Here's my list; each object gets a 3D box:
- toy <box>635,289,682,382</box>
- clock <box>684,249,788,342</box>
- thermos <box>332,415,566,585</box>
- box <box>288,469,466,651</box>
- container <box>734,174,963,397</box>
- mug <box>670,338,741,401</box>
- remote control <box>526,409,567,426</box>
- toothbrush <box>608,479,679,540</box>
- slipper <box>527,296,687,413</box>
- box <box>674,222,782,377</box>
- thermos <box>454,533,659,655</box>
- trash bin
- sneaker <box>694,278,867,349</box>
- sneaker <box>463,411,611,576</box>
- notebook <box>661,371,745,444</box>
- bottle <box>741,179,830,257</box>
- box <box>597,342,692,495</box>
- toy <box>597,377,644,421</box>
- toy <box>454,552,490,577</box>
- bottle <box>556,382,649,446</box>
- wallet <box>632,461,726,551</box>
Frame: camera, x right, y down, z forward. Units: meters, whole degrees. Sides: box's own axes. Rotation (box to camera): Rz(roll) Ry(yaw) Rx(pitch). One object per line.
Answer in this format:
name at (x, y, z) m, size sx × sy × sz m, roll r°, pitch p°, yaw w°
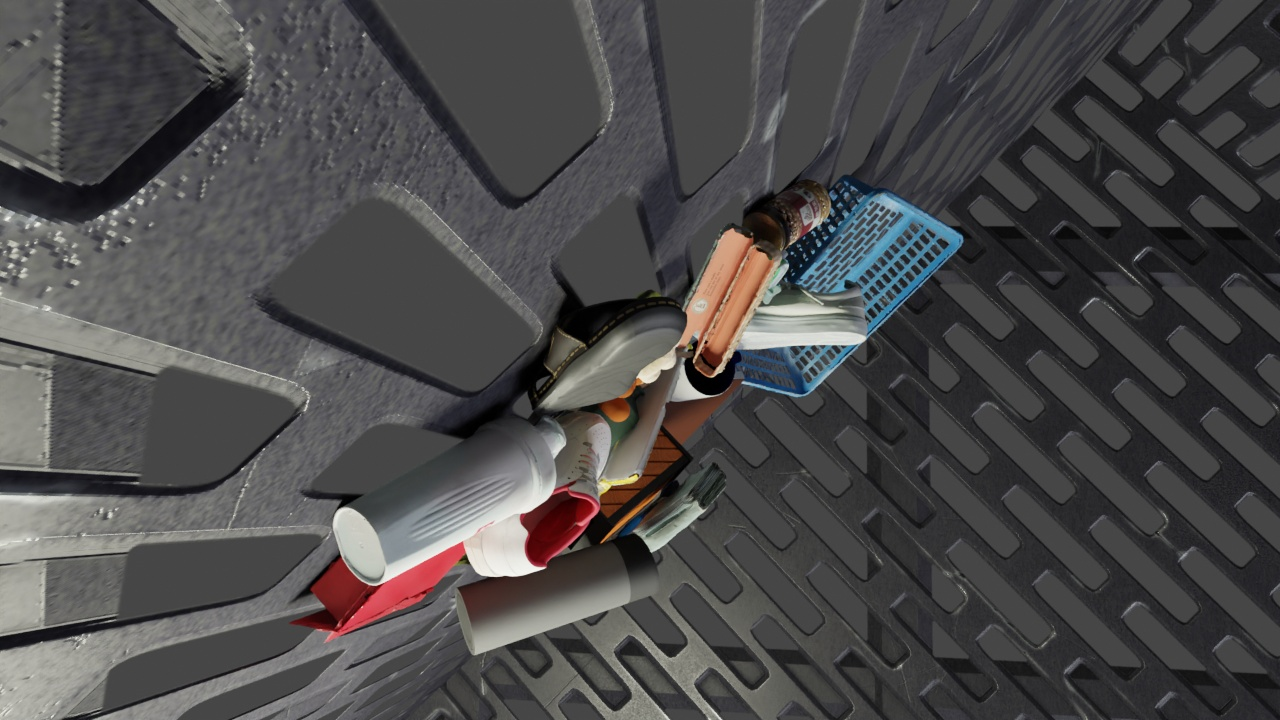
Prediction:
toy at (0.005, -0.019, 0.971) m, size 0.092 × 0.046 × 0.115 m, roll -43°, pitch 141°, yaw -10°
clock at (0.108, -0.076, 1.118) m, size 0.162 × 0.075 × 0.121 m, roll -50°, pitch 168°, yaw 33°
thermos at (-0.168, 0.121, 0.837) m, size 0.219 × 0.099 × 0.100 m, roll -25°, pitch 160°, yaw -47°
box at (-0.241, 0.199, 0.962) m, size 0.153 × 0.164 × 0.214 m, roll -1°, pitch 176°, yaw 12°
container at (0.273, -0.109, 1.371) m, size 0.256 × 0.089 × 0.363 m, roll 14°, pitch 127°, yaw -45°
mug at (0.083, 0.009, 1.245) m, size 0.111 × 0.078 × 0.097 m, roll -16°, pitch -179°, yaw -27°
remote control at (-0.082, 0.044, 1.045) m, size 0.136 × 0.015 × 0.032 m, roll -35°, pitch 167°, yaw -52°
toothbrush at (-0.018, 0.225, 1.224) m, size 0.188 × 0.016 × 0.017 m, roll -42°, pitch 180°, yaw -13°
slipper at (-0.038, -0.012, 0.836) m, size 0.112 × 0.075 × 0.269 m, roll -11°, pitch 166°, yaw -24°
box at (0.092, -0.066, 1.035) m, size 0.042 × 0.083 × 0.187 m, roll -33°, pitch 153°, yaw -50°
thermos at (-0.102, 0.286, 1.139) m, size 0.240 × 0.082 × 0.082 m, roll -13°, pitch 157°, yaw -22°
trash bin at (-0.054, 0.161, 1.268) m, size 0.171 × 0.139 × 0.140 m, roll -35°, pitch 167°, yaw -40°
sneaker at (0.179, -0.069, 1.229) m, size 0.242 × 0.090 × 0.089 m, roll -1°, pitch 165°, yaw 3°
sneaker at (-0.077, 0.138, 0.975) m, size 0.104 × 0.090 × 0.235 m, roll -3°, pitch -152°, yaw 36°
notebook at (0.034, 0.079, 1.383) m, size 0.171 × 0.022 × 0.210 m, roll -1°, pitch 148°, yaw -30°
bottle at (0.168, -0.164, 1.053) m, size 0.105 × 0.056 × 0.056 m, roll -36°, pitch 167°, yaw -37°
box at (-0.003, 0.073, 1.160) m, size 0.130 × 0.036 × 0.209 m, roll -29°, pitch -149°, yaw 54°
toy at (-0.006, 0.006, 1.056) m, size 0.127 × 0.065 × 0.095 m, roll -43°, pitch 163°, yaw -37°
toy at (-0.175, 0.202, 1.154) m, size 0.152 × 0.078 × 0.180 m, roll -45°, pitch 173°, yaw -26°
bottle at (-0.043, 0.064, 1.118) m, size 0.131 × 0.061 × 0.061 m, roll -41°, pitch -157°, yaw -12°
wallet at (0.056, 0.200, 1.251) m, size 0.132 × 0.054 × 0.100 m, roll -47°, pitch 179°, yaw 36°
